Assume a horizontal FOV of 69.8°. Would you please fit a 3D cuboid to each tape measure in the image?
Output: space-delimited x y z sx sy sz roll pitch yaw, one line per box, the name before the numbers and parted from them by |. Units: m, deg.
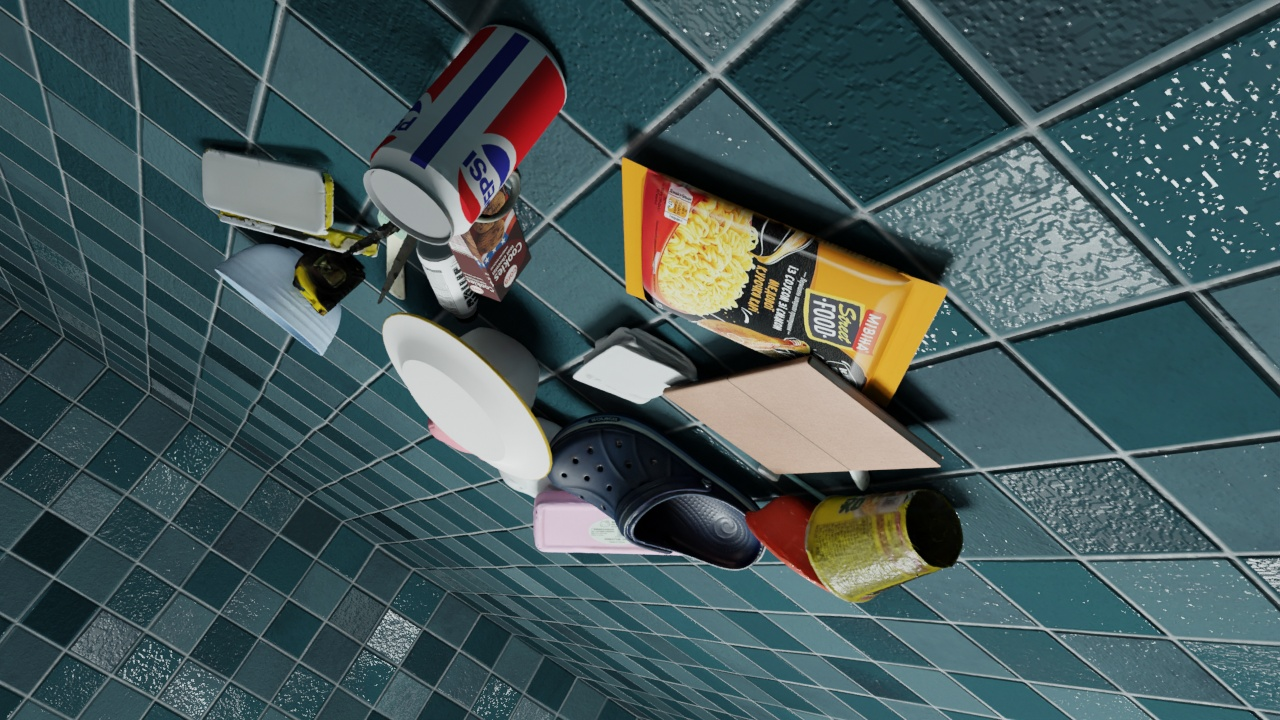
tape measure | -0.338 -0.093 0.991 0.062 0.067 0.038 50 152 -16

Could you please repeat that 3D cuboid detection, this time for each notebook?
notebook | 0.123 0.051 0.752 0.141 0.008 0.210 35 158 -19

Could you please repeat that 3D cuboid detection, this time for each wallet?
wallet | -0.005 0.005 0.844 0.086 0.032 0.116 28 155 -19

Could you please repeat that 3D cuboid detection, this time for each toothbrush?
toothbrush | 0.192 0.147 0.898 0.180 0.016 0.016 33 161 -6
toothbrush | 0.163 0.056 0.765 0.017 0.016 0.189 22 154 42

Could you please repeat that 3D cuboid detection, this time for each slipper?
slipper | 0.018 0.142 0.949 0.253 0.095 0.105 27 116 1

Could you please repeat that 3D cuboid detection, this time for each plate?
plate | -0.186 0.046 0.947 0.230 0.021 0.230 31 149 20

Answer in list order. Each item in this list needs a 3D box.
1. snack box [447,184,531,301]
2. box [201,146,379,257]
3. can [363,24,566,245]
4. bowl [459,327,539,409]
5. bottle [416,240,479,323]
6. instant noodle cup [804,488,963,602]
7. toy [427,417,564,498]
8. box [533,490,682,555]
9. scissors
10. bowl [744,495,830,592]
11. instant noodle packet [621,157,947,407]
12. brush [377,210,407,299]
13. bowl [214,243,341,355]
snack box | -0.130 -0.113 0.738 0.032 0.050 0.141 21 153 21
box | -0.352 -0.162 0.922 0.210 0.080 0.083 17 -168 33
can | -0.106 -0.140 0.566 0.070 0.131 0.070 25 154 13
bowl | -0.159 0.015 0.985 0.116 0.065 0.116 25 154 13
bottle | -0.177 -0.075 0.871 0.041 0.041 0.116 23 154 17
instant noodle cup | 0.216 0.156 0.805 0.102 0.102 0.108 38 145 -14
toy | -0.158 0.099 1.113 0.213 0.084 0.142 31 148 2
box | -0.027 0.188 1.109 0.201 0.103 0.101 2 110 -3
scissors | -0.141 -0.118 0.648 0.013 0.158 0.168 18 -163 33
bowl | 0.168 0.172 0.894 0.130 0.045 0.130 32 -171 -6
instant noodle packet | 0.085 -0.049 0.638 0.221 0.032 0.160 25 155 13
brush | -0.247 -0.107 0.925 0.033 0.012 0.218 32 156 -2
bowl | -0.400 -0.081 1.051 0.150 0.074 0.151 35 165 11
